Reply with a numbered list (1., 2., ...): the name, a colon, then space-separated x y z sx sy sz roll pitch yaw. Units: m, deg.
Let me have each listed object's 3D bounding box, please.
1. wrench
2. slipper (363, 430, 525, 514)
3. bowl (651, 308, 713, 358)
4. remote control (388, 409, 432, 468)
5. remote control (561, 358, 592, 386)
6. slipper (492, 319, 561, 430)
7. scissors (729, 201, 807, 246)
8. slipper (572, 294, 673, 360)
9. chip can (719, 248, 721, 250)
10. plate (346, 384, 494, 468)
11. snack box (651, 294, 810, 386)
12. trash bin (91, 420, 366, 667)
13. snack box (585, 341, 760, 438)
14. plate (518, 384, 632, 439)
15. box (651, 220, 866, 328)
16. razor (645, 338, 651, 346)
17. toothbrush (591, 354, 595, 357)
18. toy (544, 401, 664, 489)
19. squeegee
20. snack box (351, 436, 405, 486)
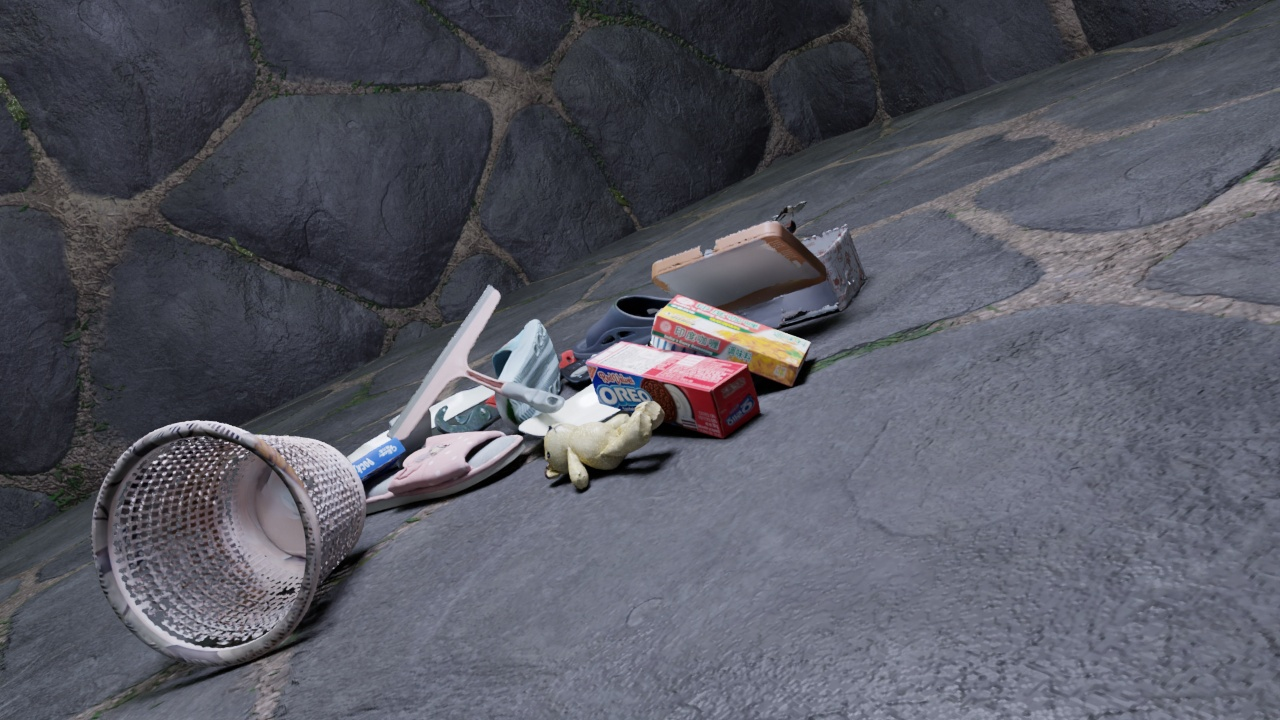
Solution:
1. wrench: -0.191 0.048 1.386 0.272 0.056 0.016 -29 -12 -38
2. slipper: -0.257 0.130 1.128 0.275 0.054 0.113 -19 13 31
3. bowl: 0.065 -0.008 1.030 0.116 0.066 0.116 13 27 -7
4. remote control: -0.315 0.105 1.266 0.056 0.019 0.135 -28 -21 -23
5. remote control: -0.081 0.020 1.338 0.053 0.024 0.136 -25 13 -12
6. slipper: -0.169 0.026 1.301 0.074 0.104 0.244 -17 21 13
7. scissors: 0.152 -0.161 1.109 0.197 0.015 0.205 -15 -3 35
8. slipper: 0.007 -0.067 1.406 0.269 0.083 0.110 -13 16 32
9. chip can: 0.094 -0.087 1.277 0.072 0.072 0.212 -15 23 35
10. plate: -0.322 0.104 1.411 0.265 0.034 0.162 -30 14 -27
11. snack box: 0.096 -0.022 0.965 0.156 0.027 0.076 21 26 12
12. trash bin: -0.384 0.163 0.922 0.228 0.227 0.192 -22 0 9
13. snack box: 0.028 0.025 0.945 0.058 0.057 0.208 -32 26 -30
14. plate: -0.049 0.060 1.081 0.164 0.034 0.164 -31 14 -28
15. box: 0.156 -0.100 1.149 0.179 0.125 0.273 -16 -8 33
16. razor: -0.007 0.007 1.210 0.067 0.062 0.168 4 -7 -27
17. toothbrush: 0.009 -0.018 1.344 0.190 0.029 0.020 -15 57 33
18. toy: -0.039 0.078 0.912 0.158 0.066 0.104 -23 27 43
19. squeegee: -0.174 0.033 1.157 0.250 0.040 0.247 17 68 42
20. snack box: -0.369 0.153 1.208 0.084 0.026 0.158 -33 -3 -37
